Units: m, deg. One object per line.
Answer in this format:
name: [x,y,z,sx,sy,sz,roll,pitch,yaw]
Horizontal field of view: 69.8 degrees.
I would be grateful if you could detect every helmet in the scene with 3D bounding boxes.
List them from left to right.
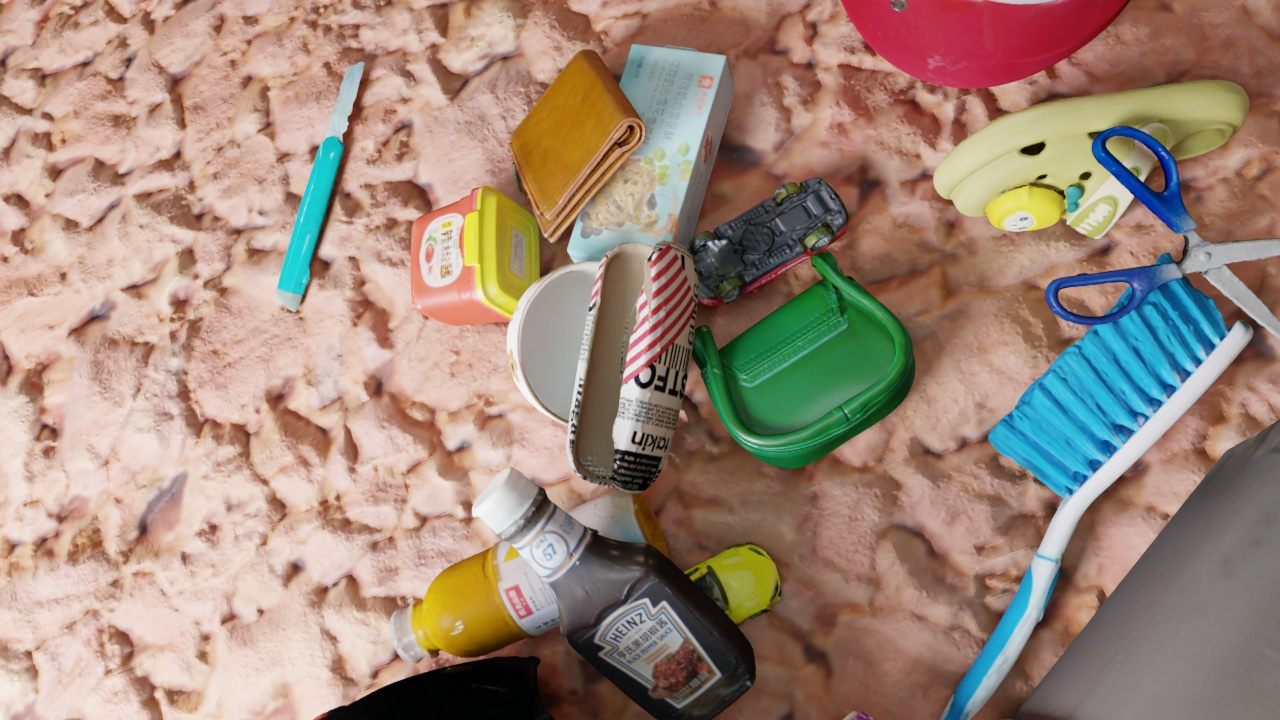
helmet: [-0.129,0.303,0.503,0.275,0.229,0.233,-26,77,33]
helmet: [0.221,-0.281,0.613,0.207,0.144,0.239,-27,58,5]

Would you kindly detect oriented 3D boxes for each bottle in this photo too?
bottle: [-0.076,0.149,0.612,0.190,0.068,0.068,-25,72,7]
bottle: [-0.018,0.140,0.551,0.080,0.044,0.195,-42,102,16]

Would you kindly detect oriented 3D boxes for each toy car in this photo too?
toy car: [0.041,0.157,0.601,0.105,0.032,0.048,-27,71,4]
toy car: [0.086,-0.080,0.642,0.120,0.045,0.053,-28,69,0]

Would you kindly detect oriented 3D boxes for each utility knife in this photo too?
utility knife: [-0.263,-0.147,0.761,0.029,0.013,0.221,11,81,17]

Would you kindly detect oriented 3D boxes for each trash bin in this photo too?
trash bin: [0.330,0.161,0.456,0.199,0.199,0.219,34,79,19]

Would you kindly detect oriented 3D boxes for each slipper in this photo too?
slipper: [0.289,-0.122,0.583,0.191,0.091,0.081,-11,76,7]

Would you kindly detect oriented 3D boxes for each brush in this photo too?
brush: [0.255,0.080,0.561,0.109,0.060,0.314,44,92,16]

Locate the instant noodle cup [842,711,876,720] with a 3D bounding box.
instant noodle cup: [0.135,0.262,0.518,0.099,0.111,0.111,40,88,28]

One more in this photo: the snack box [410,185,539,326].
snack box: [-0.122,-0.071,0.678,0.080,0.082,0.091,-10,73,25]

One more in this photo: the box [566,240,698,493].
box: [-0.008,0.003,0.604,0.081,0.075,0.163,6,87,35]

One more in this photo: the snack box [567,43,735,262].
snack box: [0.010,-0.142,0.673,0.074,0.051,0.174,13,80,17]

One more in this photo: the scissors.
scissors: [0.315,-0.064,0.536,0.162,0.012,0.176,-30,86,-1]

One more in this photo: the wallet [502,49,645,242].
wallet: [-0.056,-0.155,0.663,0.119,0.035,0.130,-49,38,21]

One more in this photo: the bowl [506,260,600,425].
bowl: [-0.045,-0.011,0.638,0.062,0.113,0.113,5,73,58]

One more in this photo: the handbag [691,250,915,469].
handbag: [0.106,0.000,0.605,0.131,0.068,0.120,-35,66,4]
